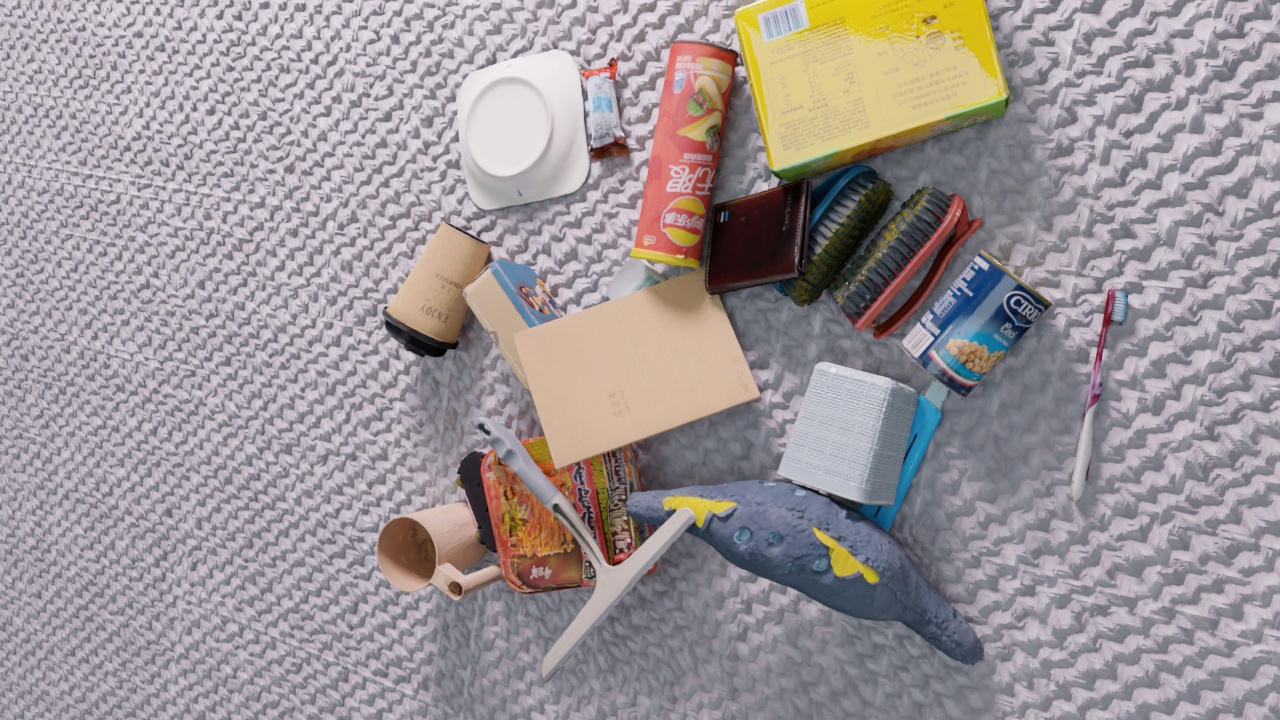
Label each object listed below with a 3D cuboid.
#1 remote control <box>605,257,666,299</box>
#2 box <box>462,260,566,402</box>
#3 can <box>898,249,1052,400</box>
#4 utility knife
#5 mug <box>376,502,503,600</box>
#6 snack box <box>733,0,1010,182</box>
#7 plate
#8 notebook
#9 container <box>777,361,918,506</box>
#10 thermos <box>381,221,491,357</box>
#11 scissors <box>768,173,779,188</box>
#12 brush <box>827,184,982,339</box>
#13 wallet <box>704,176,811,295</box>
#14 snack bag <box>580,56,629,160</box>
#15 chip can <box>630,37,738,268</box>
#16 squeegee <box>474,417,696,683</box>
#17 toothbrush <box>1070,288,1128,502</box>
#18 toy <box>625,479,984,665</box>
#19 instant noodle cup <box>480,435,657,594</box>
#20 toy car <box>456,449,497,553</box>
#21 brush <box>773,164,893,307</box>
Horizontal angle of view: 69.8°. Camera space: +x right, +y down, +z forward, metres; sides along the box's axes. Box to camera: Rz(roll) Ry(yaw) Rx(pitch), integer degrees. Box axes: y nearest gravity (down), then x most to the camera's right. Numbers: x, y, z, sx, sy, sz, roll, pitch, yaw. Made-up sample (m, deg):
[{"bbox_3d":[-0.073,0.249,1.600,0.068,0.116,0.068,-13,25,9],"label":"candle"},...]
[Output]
[{"bbox_3d":[0.024,-0.048,0.957,0.135,0.019,0.056,45,109,16],"label":"remote control"},{"bbox_3d":[-0.108,-0.021,0.982,0.059,0.089,0.184,-42,78,19],"label":"box"},{"bbox_3d":[0.291,-0.030,0.804,0.075,0.075,0.111,43,109,17],"label":"can"},{"bbox_3d":[0.247,0.092,0.861,0.034,0.018,0.166,27,102,22],"label":"utility knife"},{"bbox_3d":[-0.216,0.217,1.032,0.125,0.103,0.084,29,103,21],"label":"mug"},{"bbox_3d":[0.205,-0.268,0.828,0.210,0.070,0.157,-14,88,20],"label":"snack box"},{"bbox_3d":[-0.139,-0.256,1.016,0.164,0.034,0.163,-8,89,24],"label":"plate"},{"bbox_3d":[-0.005,0.005,0.908,0.211,0.012,0.149,-19,70,-3],"label":"notebook"},{"bbox_3d":[0.193,0.066,0.839,0.090,0.090,0.111,16,90,35],"label":"container"},{"bbox_3d":[-0.227,-0.080,1.038,0.093,0.093,0.143,31,97,20],"label":"thermos"},{"bbox_3d":[0.140,-0.235,0.900,0.147,0.012,0.170,43,108,16],"label":"scissors"},{"bbox_3d":[0.243,-0.090,0.837,0.069,0.063,0.146,35,106,-12],"label":"brush"},{"bbox_3d":[0.112,-0.116,0.879,0.123,0.020,0.096,-7,74,50],"label":"wallet"},{"bbox_3d":[-0.039,-0.266,0.973,0.045,0.026,0.105,-6,90,16],"label":"snack bag"},{"bbox_3d":[0.045,-0.202,0.913,0.073,0.073,0.216,14,97,23],"label":"chip can"},{"bbox_3d":[-0.087,0.146,0.920,0.246,0.039,0.247,48,114,23],"label":"squeegee"},{"bbox_3d":[0.395,0.032,0.792,0.017,0.016,0.187,9,95,14],"label":"toothbrush"},{"bbox_3d":[0.156,0.177,0.833,0.356,0.091,0.138,23,145,8],"label":"toy"},{"bbox_3d":[-0.070,0.157,0.976,0.189,0.079,0.164,-13,86,23],"label":"instant noodle cup"},{"bbox_3d":[-0.169,0.160,1.047,0.056,0.037,0.122,-34,66,20],"label":"toy car"},{"bbox_3d":[0.172,-0.123,0.869,0.144,0.055,0.073,-56,49,17],"label":"brush"}]
